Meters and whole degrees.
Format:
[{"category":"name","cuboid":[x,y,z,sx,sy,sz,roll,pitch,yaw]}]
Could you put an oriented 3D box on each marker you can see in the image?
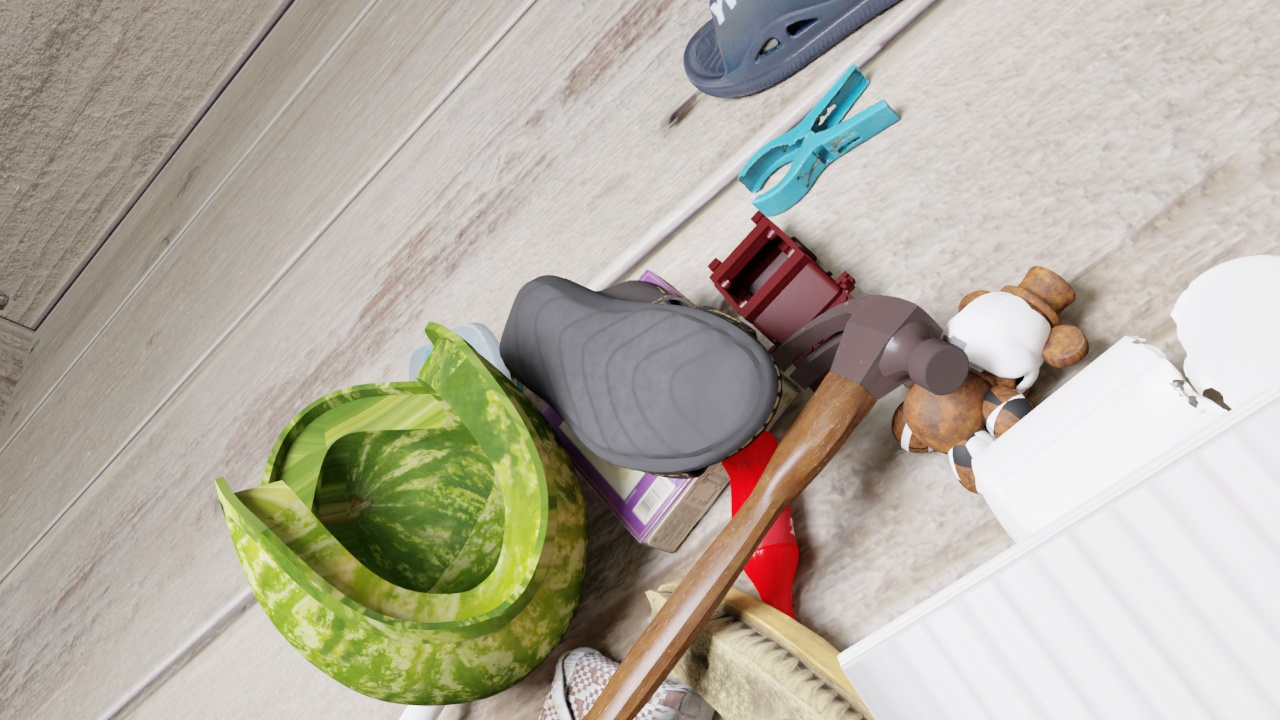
[{"category":"marker","cuboid":[-0.157,0.251,0.663,0.023,0.027,0.132,-24,21,36]}]

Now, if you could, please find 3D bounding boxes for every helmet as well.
[{"category":"helmet","cuboid":[-0.149,0.115,0.627,0.212,0.243,0.248,-42,4,-23]}]

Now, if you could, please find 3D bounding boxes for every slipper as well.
[{"category":"slipper","cuboid":[-0.153,0.015,0.826,0.269,0.054,0.098,2,98,60]},{"category":"slipper","cuboid":[-0.004,0.003,0.586,0.268,0.075,0.113,21,91,52]},{"category":"slipper","cuboid":[0.130,-0.305,0.734,0.269,0.083,0.110,-22,52,35]}]

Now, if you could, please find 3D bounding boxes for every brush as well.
[{"category":"brush","cuboid":[0.063,0.168,0.496,0.195,0.043,0.059,20,118,53]}]

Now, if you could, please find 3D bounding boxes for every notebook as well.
[{"category":"notebook","cuboid":[0.202,0.129,0.363,0.210,0.009,0.142,-40,72,21]}]

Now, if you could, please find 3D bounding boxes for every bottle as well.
[{"category":"bottle","cuboid":[0.074,0.102,0.549,0.036,0.036,0.118,-26,60,34]}]

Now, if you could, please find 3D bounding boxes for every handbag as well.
[{"category":"handbag","cuboid":[-0.032,0.273,0.545,0.124,0.047,0.185,0,66,46]}]

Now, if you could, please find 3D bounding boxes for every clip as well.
[{"category":"clip","cuboid":[0.124,-0.171,0.694,0.127,0.028,0.113,-46,37,14]}]

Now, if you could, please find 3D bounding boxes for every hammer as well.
[{"category":"hammer","cuboid":[0.047,0.101,0.489,0.323,0.033,0.115,-54,24,-1]}]

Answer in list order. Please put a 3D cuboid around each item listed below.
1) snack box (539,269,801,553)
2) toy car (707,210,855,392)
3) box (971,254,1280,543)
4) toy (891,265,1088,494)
[{"category":"snack box","cuboid":[0.012,0.032,0.642,0.143,0.040,0.148,-52,50,7]},{"category":"toy car","cuboid":[0.099,-0.042,0.603,0.070,0.062,0.169,-48,39,13]},{"category":"box","cuboid":[0.227,0.027,0.399,0.166,0.092,0.083,-45,62,13]},{"category":"toy","cuboid":[0.184,0.005,0.486,0.112,0.067,0.087,-48,38,-2]}]
